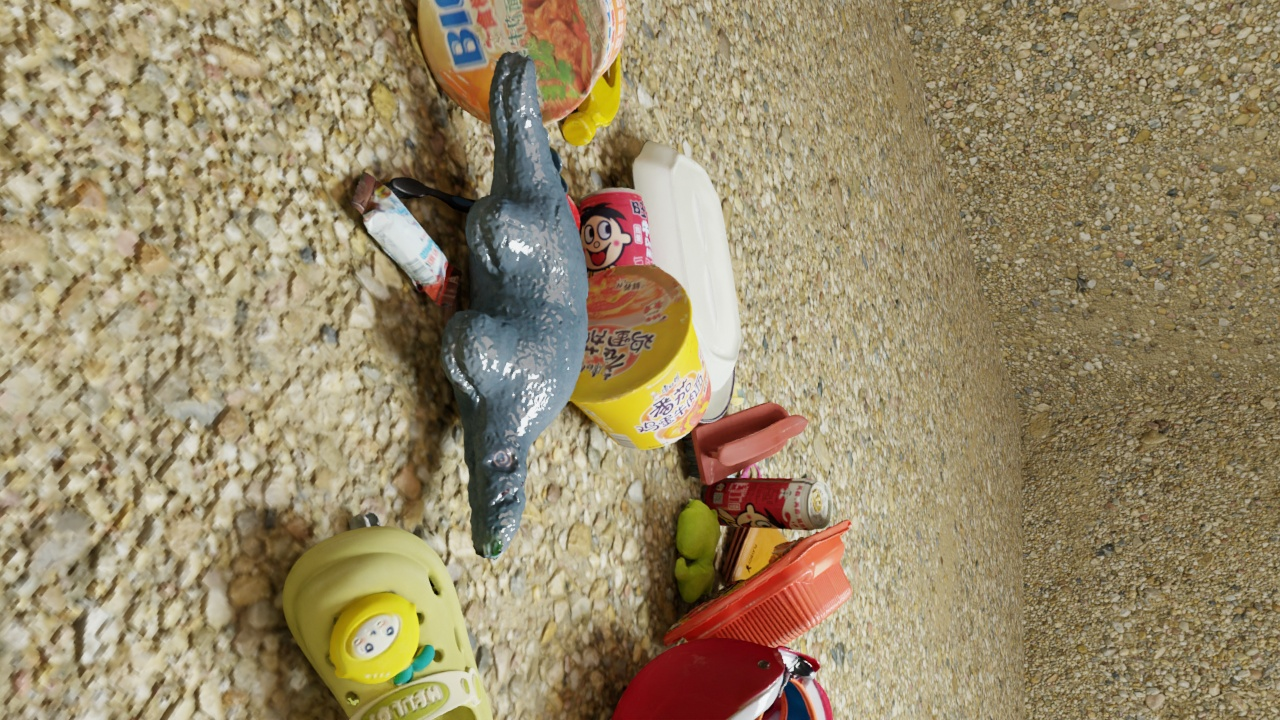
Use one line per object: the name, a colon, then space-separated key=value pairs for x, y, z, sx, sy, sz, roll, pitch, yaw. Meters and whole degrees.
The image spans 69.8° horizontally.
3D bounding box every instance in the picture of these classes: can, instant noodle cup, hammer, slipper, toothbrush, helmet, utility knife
can: x=-0.023 y=-0.106 z=0.849 sx=0.066 sy=0.067 sz=0.093 roll=8 pitch=75 yaw=-60
instant noodle cup: x=-0.082 y=-0.268 z=0.723 sx=0.111 sy=0.152 sz=0.151 roll=-59 pitch=132 yaw=-61
hammer: x=-0.094 y=-0.351 z=0.833 sx=0.301 sy=0.033 sz=0.128 roll=62 pitch=34 yaw=-30
can: x=0.133 y=0.151 z=0.972 sx=0.053 sy=0.133 sz=0.053 roll=7 pitch=81 yaw=-49
instant noodle cup: x=0.130 y=0.232 z=0.891 sx=0.079 sy=0.189 sz=0.164 roll=56 pitch=25 yaw=17
slipper: x=-0.133 y=0.185 z=0.530 sx=0.091 sy=0.082 sz=0.191 roll=-26 pitch=114 yaw=-20
instant noodle cup: x=-0.005 y=0.005 z=0.790 sx=0.110 sy=0.138 sz=0.137 roll=57 pitch=36 yaw=-49
toothbrush: x=-0.133 y=-0.120 z=0.720 sx=0.189 sy=0.016 sz=0.014 roll=3 pitch=73 yaw=-63
helmet: x=0.060 y=0.332 z=0.779 sx=0.240 sy=0.144 sz=0.206 roll=36 pitch=71 yaw=-52
utility knife: x=0.079 y=0.038 z=1.047 sx=0.189 sy=0.020 sz=0.031 roll=1 pitch=75 yaw=-56

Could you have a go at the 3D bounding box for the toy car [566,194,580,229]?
toy car: x=-0.078 y=-0.095 z=0.777 sx=0.049 sy=0.031 sz=0.106 roll=53 pitch=46 yaw=-49

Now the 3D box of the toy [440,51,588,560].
toy: x=-0.089 y=-0.036 z=0.673 sx=0.138 sy=0.091 sz=0.356 roll=46 pitch=45 yaw=-74

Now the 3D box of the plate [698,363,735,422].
plate: x=0.039 y=-0.027 z=0.955 sx=0.192 sy=0.039 sz=0.192 roll=33 pitch=50 yaw=-50

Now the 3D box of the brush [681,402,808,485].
brush: x=0.117 y=0.084 z=0.993 sx=0.145 sy=0.069 sz=0.063 roll=-17 pitch=98 yaw=-38

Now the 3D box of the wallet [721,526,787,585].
wallet: x=0.139 y=0.248 z=1.057 sx=0.130 sy=0.035 sz=0.118 roll=51 pitch=48 yaw=-35

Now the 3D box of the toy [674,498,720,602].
toy: x=0.058 y=0.192 z=0.940 sx=0.096 sy=0.031 sz=0.100 roll=-4 pitch=86 yaw=-59

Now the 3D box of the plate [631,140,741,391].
plate: x=0.055 y=-0.101 z=0.938 sx=0.161 sy=0.034 sz=0.265 roll=16 pitch=63 yaw=-56

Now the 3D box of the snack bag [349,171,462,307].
snack bag: x=-0.162 y=-0.083 z=0.639 sx=0.048 sy=0.026 sz=0.104 roll=-89 pitch=154 yaw=-47

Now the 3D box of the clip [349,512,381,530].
clip: x=-0.168 y=0.122 z=0.569 sx=0.043 sy=0.027 sz=0.058 roll=-2 pitch=83 yaw=-53

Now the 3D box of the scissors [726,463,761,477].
scissors: x=0.114 y=0.145 z=1.071 sx=0.130 sy=0.017 sz=0.133 roll=-48 pitch=119 yaw=-51
